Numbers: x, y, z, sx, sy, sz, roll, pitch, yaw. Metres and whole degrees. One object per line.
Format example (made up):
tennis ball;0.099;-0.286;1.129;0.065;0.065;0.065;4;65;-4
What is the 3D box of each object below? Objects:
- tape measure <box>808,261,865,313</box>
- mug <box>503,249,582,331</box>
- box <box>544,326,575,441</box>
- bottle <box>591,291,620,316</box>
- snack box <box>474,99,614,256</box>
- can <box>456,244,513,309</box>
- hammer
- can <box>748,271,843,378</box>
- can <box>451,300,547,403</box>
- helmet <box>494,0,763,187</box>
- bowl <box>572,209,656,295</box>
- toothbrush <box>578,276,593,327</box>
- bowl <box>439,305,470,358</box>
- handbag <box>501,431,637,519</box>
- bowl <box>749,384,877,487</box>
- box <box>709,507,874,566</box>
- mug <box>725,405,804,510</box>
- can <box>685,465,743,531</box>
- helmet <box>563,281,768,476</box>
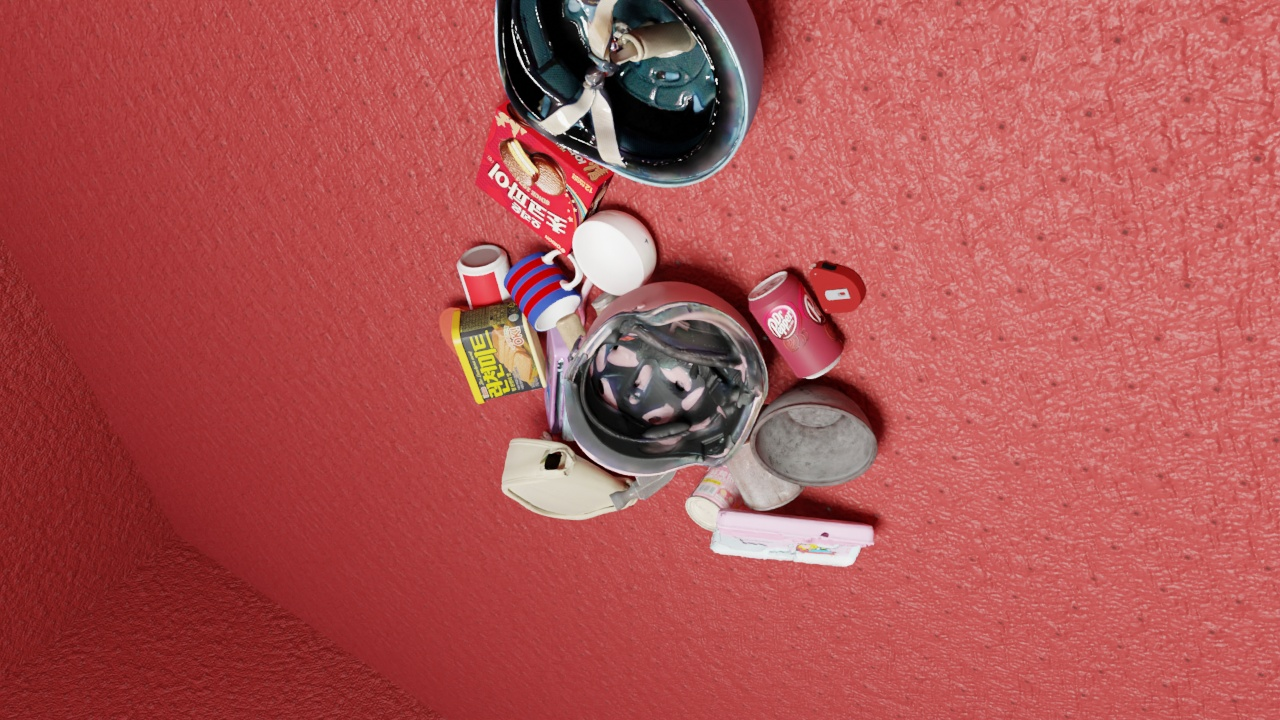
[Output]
tape measure;0.212;-0.079;0.985;0.051;0.019;0.059;-2;124;43
mug;-0.119;-0.102;1.200;0.076;0.074;0.112;54;125;17
box;-0.086;0.029;1.329;0.092;0.089;0.215;-5;145;-11
bottle;0.004;-0.011;1.204;0.053;0.053;0.186;-17;114;48
snack box;-0.121;-0.223;1.124;0.152;0.035;0.133;39;142;5
can;-0.210;-0.092;1.300;0.070;0.070;0.132;17;136;29
hammer;-0.040;0.069;1.266;0.331;0.119;0.030;65;176;-32
can;0.173;-0.039;1.022;0.063;0.063;0.114;-20;111;49
can;-0.193;-0.014;1.272;0.101;0.072;0.131;-12;128;1
helmet;0.005;-0.290;0.840;0.265;0.166;0.226;36;144;11
bowl;-0.026;-0.136;1.111;0.105;0.054;0.105;25;141;22
toothbrush;-0.077;-0.078;1.239;0.016;0.021;0.135;24;142;6
bowl;-0.253;-0.040;1.416;0.122;0.035;0.122;24;139;22
handbag;-0.115;0.161;1.410;0.184;0.131;0.229;-5;159;32
bowl;0.206;0.079;1.085;0.145;0.067;0.145;7;136;7
box;0.198;0.230;1.219;0.201;0.058;0.156;6;160;2
mug;0.147;0.120;1.190;0.123;0.096;0.110;25;141;63
can;0.110;0.190;1.287;0.067;0.076;0.067;24;139;22
helmet;0.024;0.014;1.102;0.230;0.152;0.256;22;120;-13
